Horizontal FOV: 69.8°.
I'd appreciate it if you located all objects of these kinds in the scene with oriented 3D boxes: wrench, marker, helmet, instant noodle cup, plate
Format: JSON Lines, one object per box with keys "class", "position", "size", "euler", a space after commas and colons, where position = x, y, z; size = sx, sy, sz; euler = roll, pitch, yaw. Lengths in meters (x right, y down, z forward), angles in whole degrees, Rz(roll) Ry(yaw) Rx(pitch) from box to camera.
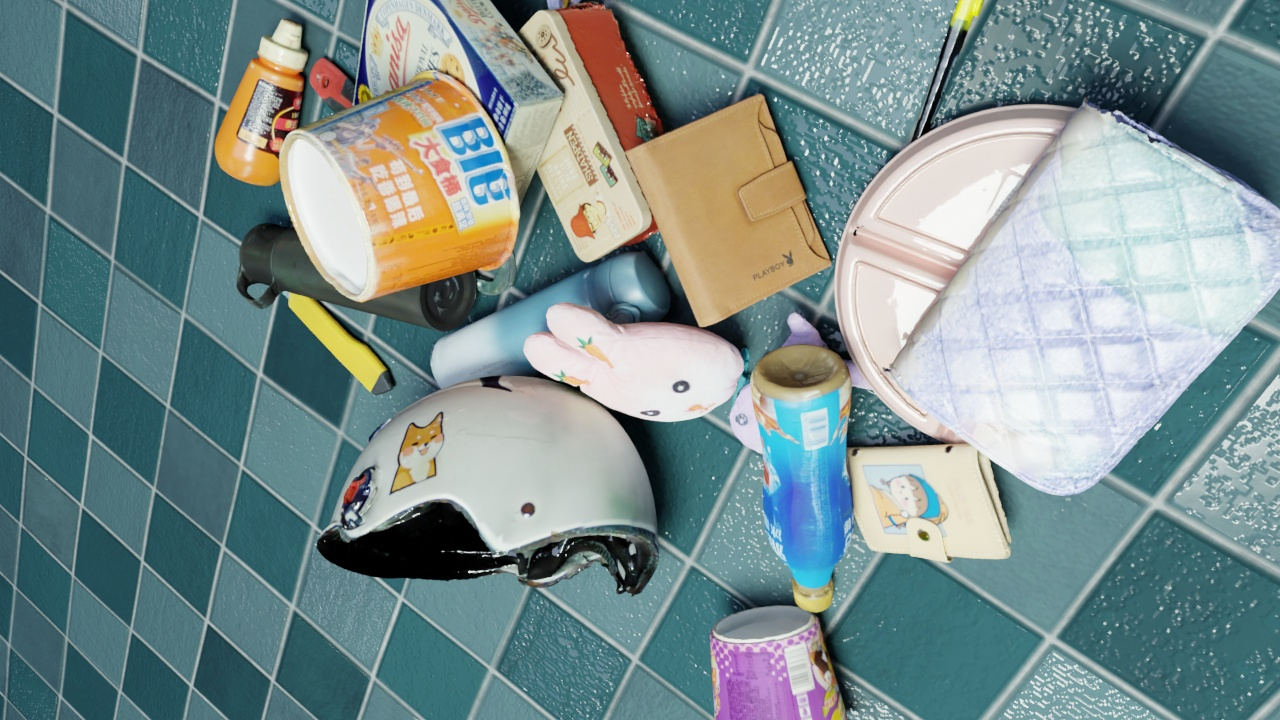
{"class": "wrench", "position": [-0.200, -0.166, 0.803], "size": [0.273, 0.016, 0.056], "euler": [48, 121, 8]}
{"class": "marker", "position": [0.195, -0.194, 0.571], "size": [0.015, 0.018, 0.124], "euler": [25, 116, 22]}
{"class": "helmet", "position": [-0.115, 0.095, 0.733], "size": [0.275, 0.230, 0.156], "euler": [-8, 65, 33]}
{"class": "instant noodle cup", "position": [-0.174, -0.117, 0.649], "size": [0.151, 0.111, 0.152], "euler": [32, 136, 36]}
{"class": "instant noodle cup", "position": [0.102, 0.248, 0.706], "size": [0.112, 0.111, 0.099], "euler": [-11, 89, 31]}
{"class": "plate", "position": [0.235, -0.042, 0.578], "size": [0.230, 0.028, 0.230], "euler": [7, 108, 23]}

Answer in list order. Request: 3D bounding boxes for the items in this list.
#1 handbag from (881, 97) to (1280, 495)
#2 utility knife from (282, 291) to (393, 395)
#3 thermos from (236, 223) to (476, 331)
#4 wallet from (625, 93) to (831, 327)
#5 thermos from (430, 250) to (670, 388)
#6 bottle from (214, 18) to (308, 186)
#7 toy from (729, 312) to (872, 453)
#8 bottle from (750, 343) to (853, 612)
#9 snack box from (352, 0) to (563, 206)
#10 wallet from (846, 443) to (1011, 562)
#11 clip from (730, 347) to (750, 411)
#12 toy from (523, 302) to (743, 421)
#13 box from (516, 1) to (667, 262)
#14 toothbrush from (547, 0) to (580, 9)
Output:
{"class": "handbag", "position": [0.247, -0.030, 0.518], "size": [0.134, 0.075, 0.194], "euler": [38, 116, 14]}
{"class": "utility knife", "position": [-0.303, -0.030, 0.900], "size": [0.181, 0.015, 0.033], "euler": [44, 116, 12]}
{"class": "thermos", "position": [-0.265, -0.070, 0.821], "size": [0.243, 0.089, 0.068], "euler": [12, 153, 31]}
{"class": "wallet", "position": [0.062, -0.103, 0.632], "size": [0.132, 0.107, 0.031], "euler": [67, 167, -10]}
{"class": "thermos", "position": [-0.075, -0.025, 0.742], "size": [0.221, 0.070, 0.070], "euler": [-21, 93, 33]}
{"class": "bottle", "position": [-0.338, -0.237, 0.836], "size": [0.067, 0.066, 0.150], "euler": [32, 110, 18]}
{"class": "toy", "position": [0.112, 0.027, 0.670], "size": [0.084, 0.038, 0.108], "euler": [35, 114, -5]}
{"class": "bottle", "position": [0.119, 0.093, 0.651], "size": [0.065, 0.065, 0.219], "euler": [9, 128, 27]}
{"class": "snack box", "position": [-0.148, -0.198, 0.699], "size": [0.182, 0.045, 0.178], "euler": [53, 145, 13]}
{"class": "wallet", "position": [0.196, 0.099, 0.639], "size": [0.115, 0.024, 0.087], "euler": [-9, 102, 49]}
{"class": "clip", "position": [0.083, 0.018, 0.699], "size": [0.047, 0.014, 0.057], "euler": [21, 114, 21]}
{"class": "toy", "position": [-0.004, 0.004, 0.674], "size": [0.159, 0.054, 0.122], "euler": [17, 149, -18]}
{"class": "box", "position": [-0.031, -0.168, 0.677], "size": [0.092, 0.075, 0.168], "euler": [-23, 92, 51]}
{"class": "toothbrush", "position": [0.016, -0.271, 0.649], "size": [0.189, 0.029, 0.021], "euler": [-1, 66, 29]}
